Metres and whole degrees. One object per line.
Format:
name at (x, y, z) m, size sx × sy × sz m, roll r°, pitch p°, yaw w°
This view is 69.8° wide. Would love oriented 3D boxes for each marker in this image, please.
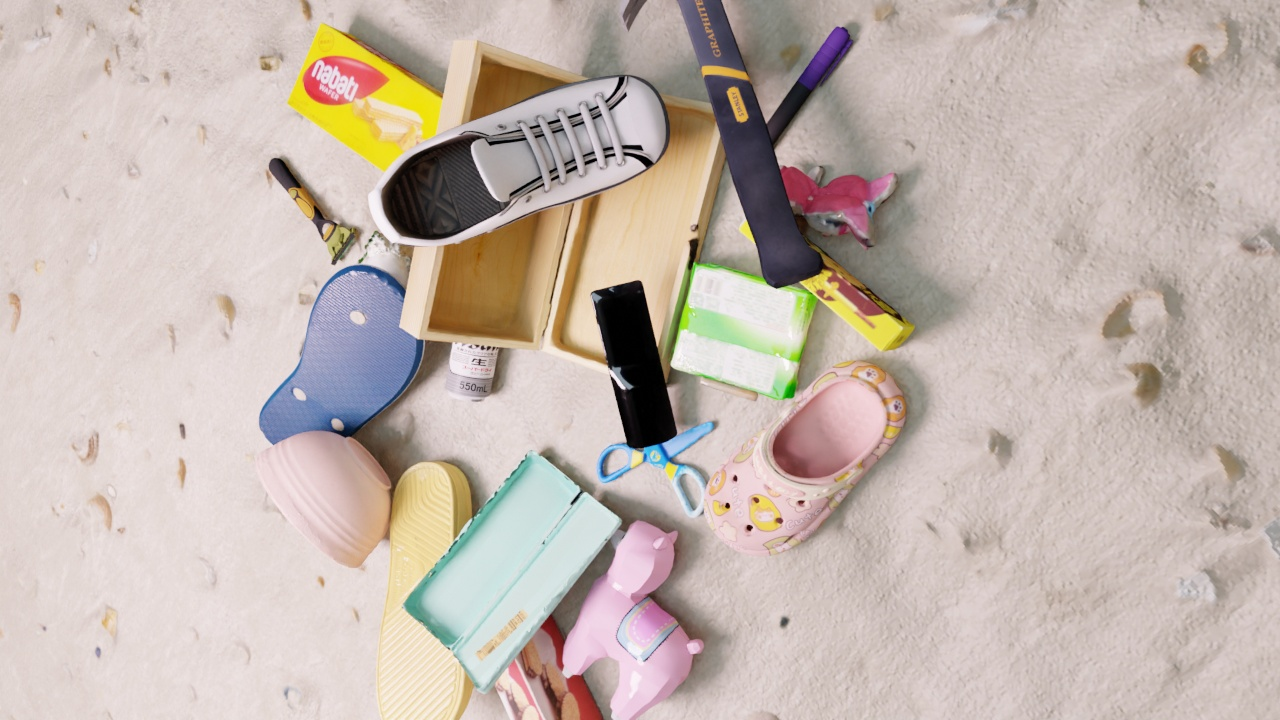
marker at (0.126, -0.210, 0.745) m, size 0.018 × 0.015 × 0.134 m, roll 33°, pitch 109°, yaw -9°

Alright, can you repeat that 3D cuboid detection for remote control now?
remote control at (-0.005, 0.005, 0.776) m, size 0.045 × 0.021 × 0.140 m, roll -15°, pitch 102°, yaw -4°

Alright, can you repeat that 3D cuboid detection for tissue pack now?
tissue pack at (0.083, -0.023, 0.762) m, size 0.114 × 0.034 × 0.099 m, roll 17°, pitch 101°, yaw 18°

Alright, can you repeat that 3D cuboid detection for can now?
can at (-0.157, -0.016, 0.875) m, size 0.044 × 0.044 × 0.107 m, roll 16°, pitch 100°, yaw 24°

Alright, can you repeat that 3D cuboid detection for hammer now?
hammer at (0.078, -0.205, 0.712) m, size 0.139 × 0.035 × 0.312 m, roll -19°, pitch 76°, yaw 8°

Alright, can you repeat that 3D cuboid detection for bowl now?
bowl at (-0.298, 0.124, 0.907) m, size 0.076 × 0.153 × 0.153 m, roll -40°, pitch 75°, yaw -5°

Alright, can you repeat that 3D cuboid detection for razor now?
razor at (-0.353, -0.165, 0.973) m, size 0.144 × 0.021 × 0.044 m, roll 48°, pitch 111°, yaw 17°

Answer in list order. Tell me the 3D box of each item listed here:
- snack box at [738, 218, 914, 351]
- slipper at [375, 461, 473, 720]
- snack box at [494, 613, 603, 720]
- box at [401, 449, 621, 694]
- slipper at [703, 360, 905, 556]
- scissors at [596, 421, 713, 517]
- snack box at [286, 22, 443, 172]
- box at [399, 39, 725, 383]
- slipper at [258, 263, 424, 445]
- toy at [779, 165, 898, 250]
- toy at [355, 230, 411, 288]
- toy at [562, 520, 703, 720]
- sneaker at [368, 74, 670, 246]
snack box at (0.146, -0.064, 0.719) m, size 0.149 × 0.061 × 0.026 m, roll 43°, pitch 108°, yaw 16°
slipper at (-0.193, 0.231, 0.894) m, size 0.100 × 0.078 × 0.263 m, roll -11°, pitch 72°, yaw 23°
snack box at (-0.061, 0.355, 0.837) m, size 0.044 × 0.076 × 0.273 m, roll -33°, pitch 79°, yaw 27°
box at (-0.112, 0.185, 0.822) m, size 0.138 × 0.055 × 0.187 m, roll 35°, pitch 80°, yaw 32°
slipper at (0.126, 0.084, 0.729) m, size 0.198 × 0.081 × 0.093 m, roll -46°, pitch 76°, yaw 18°
scissors at (0.015, 0.087, 0.818) m, size 0.126 × 0.013 × 0.127 m, roll -33°, pitch 84°, yaw 25°
snack box at (-0.255, -0.247, 0.907) m, size 0.201 × 0.042 × 0.092 m, roll 35°, pitch 106°, yaw 19°
box at (-0.066, -0.122, 0.801) m, size 0.252 × 0.118 × 0.248 m, roll 14°, pitch 101°, yaw -2°
slipper at (-0.295, 0.007, 0.924) m, size 0.118 × 0.060 × 0.296 m, roll 41°, pitch 126°, yaw -8°
toy at (0.148, -0.123, 0.728) m, size 0.102 × 0.050 × 0.065 m, roll 22°, pitch 66°, yaw 26°
toy at (-0.252, -0.064, 0.920) m, size 0.096 × 0.041 × 0.109 m, roll -39°, pitch 90°, yaw 22°
toy at (-0.001, 0.226, 0.806) m, size 0.123 × 0.067 × 0.158 m, roll 35°, pitch 103°, yaw 18°
sneaker at (-0.093, -0.151, 0.696) m, size 0.245 × 0.097 × 0.091 m, roll -18°, pitch 102°, yaw -1°
